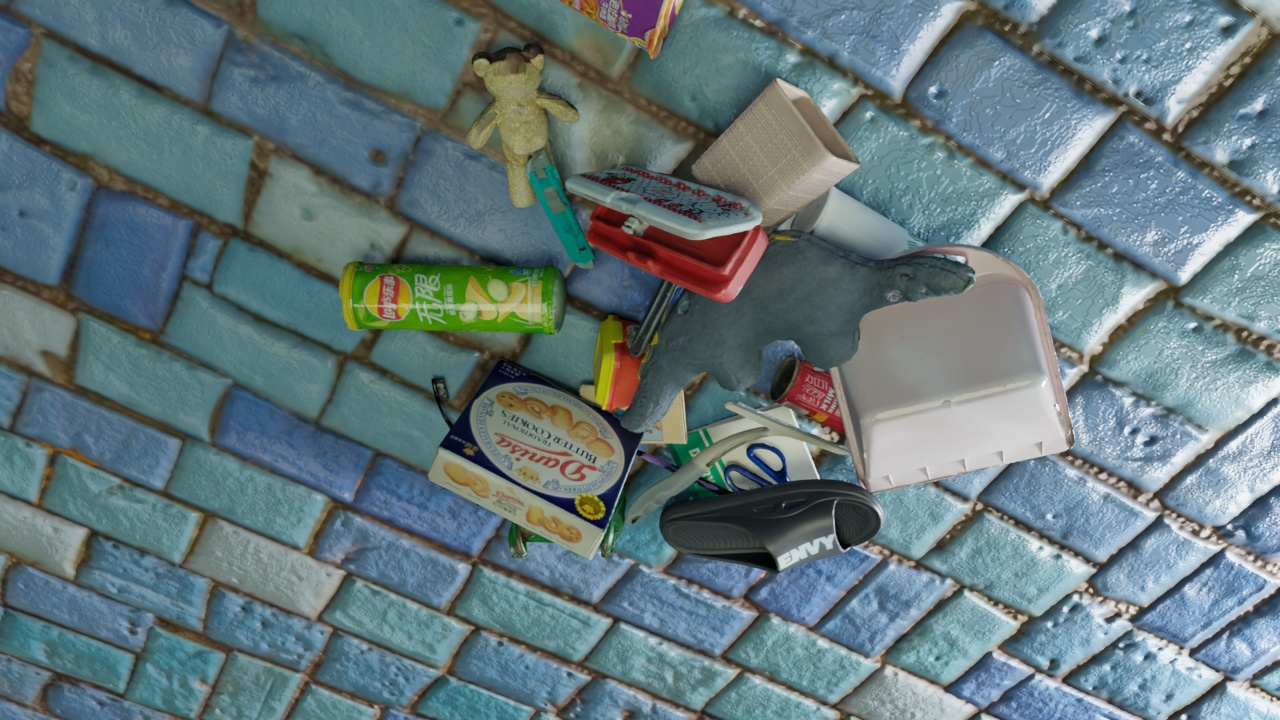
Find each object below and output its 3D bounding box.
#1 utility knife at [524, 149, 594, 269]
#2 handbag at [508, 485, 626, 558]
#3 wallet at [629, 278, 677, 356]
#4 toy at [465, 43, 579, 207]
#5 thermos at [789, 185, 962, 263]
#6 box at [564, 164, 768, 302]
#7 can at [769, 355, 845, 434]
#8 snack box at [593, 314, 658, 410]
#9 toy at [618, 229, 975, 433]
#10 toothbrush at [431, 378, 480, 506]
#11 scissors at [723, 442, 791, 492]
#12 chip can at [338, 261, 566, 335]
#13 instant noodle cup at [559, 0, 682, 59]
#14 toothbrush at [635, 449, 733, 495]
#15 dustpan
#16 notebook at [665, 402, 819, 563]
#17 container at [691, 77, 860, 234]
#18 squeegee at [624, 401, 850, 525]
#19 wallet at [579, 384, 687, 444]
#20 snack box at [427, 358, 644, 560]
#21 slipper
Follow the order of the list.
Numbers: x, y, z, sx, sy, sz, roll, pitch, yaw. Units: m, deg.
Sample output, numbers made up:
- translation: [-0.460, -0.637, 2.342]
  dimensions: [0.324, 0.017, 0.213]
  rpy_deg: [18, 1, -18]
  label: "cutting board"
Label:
- translation: [-0.074, -0.139, 0.882]
  dimensions: [0.029, 0.013, 0.161]
  rpy_deg: [-15, 143, 9]
  label: "utility knife"
- translation: [-0.084, 0.183, 1.054]
  dimensions: [0.131, 0.120, 0.068]
  rpy_deg: [3, 117, 4]
  label: "handbag"
- translation: [0.027, -0.071, 0.898]
  dimensions: [0.019, 0.097, 0.121]
  rpy_deg: [26, 121, -1]
  label: "wallet"
- translation: [-0.107, -0.211, 0.844]
  dimensions: [0.105, 0.066, 0.157]
  rpy_deg: [-9, 128, -1]
  label: "toy"
- translation: [0.256, -0.091, 0.888]
  dimensions: [0.224, 0.073, 0.073]
  rpy_deg: [27, 120, -13]
  label: "thermos"
- translation: [0.013, -0.131, 0.802]
  dimensions: [0.091, 0.201, 0.094]
  rpy_deg: [34, 87, -43]
  label: "box"
- translation: [0.209, 0.045, 0.986]
  dimensions: [0.132, 0.053, 0.053]
  rpy_deg: [24, 120, -11]
  label: "can"
- translation: [-0.006, 0.006, 0.956]
  dimensions: [0.080, 0.091, 0.082]
  rpy_deg: [6, 123, -9]
  label: "snack box"
- translation: [0.118, -0.045, 0.843]
  dimensions: [0.357, 0.091, 0.138]
  rpy_deg: [-22, 85, 24]
  label: "toy"
- translation: [-0.211, 0.098, 1.071]
  dimensions: [0.016, 0.014, 0.190]
  rpy_deg: [-20, 123, -12]
  label: "toothbrush"
- translation: [0.180, 0.148, 1.062]
  dimensions: [0.173, 0.012, 0.129]
  rpy_deg: [10, 123, -3]
  label: "scissors"
- translation: [-0.186, -0.063, 0.932]
  dimensions: [0.221, 0.072, 0.073]
  rpy_deg: [2, 122, 2]
  label: "chip can"
- translation: [-0.012, -0.318, 0.745]
  dimensions: [0.099, 0.111, 0.112]
  rpy_deg: [24, 121, -2]
  label: "instant noodle cup"
- translation: [0.074, 0.144, 1.069]
  dimensions: [0.189, 0.014, 0.017]
  rpy_deg: [25, 135, -11]
  label: "toothbrush"
- translation: [0.303, 0.011, 0.913]
  dimensions: [0.223, 0.138, 0.273]
  rpy_deg: [-14, 151, 13]
  label: "dustpan"
- translation: [0.136, 0.150, 1.082]
  dimensions: [0.150, 0.012, 0.209]
  rpy_deg: [-18, 119, 16]
  label: "notebook"
- translation: [0.117, -0.176, 0.820]
  dimensions: [0.111, 0.090, 0.090]
  rpy_deg: [-39, 75, 28]
  label: "container"
- translation: [0.073, 0.115, 0.998]
  dimensions: [0.247, 0.039, 0.246]
  rpy_deg: [-33, 146, 28]
  label: "squeegee"
- translation: [-0.008, 0.057, 1.024]
  dimensions: [0.115, 0.024, 0.087]
  rpy_deg: [1, 125, 11]
  label: "wallet"
- translation: [-0.100, 0.095, 0.946]
  dimensions: [0.178, 0.182, 0.046]
  rpy_deg: [27, 122, -3]
  label: "snack box"
- translation: [0.144, 0.205, 1.042]
  dimensions: [0.269, 0.083, 0.111]
  rpy_deg: [-10, 133, 25]
  label: "slipper"
